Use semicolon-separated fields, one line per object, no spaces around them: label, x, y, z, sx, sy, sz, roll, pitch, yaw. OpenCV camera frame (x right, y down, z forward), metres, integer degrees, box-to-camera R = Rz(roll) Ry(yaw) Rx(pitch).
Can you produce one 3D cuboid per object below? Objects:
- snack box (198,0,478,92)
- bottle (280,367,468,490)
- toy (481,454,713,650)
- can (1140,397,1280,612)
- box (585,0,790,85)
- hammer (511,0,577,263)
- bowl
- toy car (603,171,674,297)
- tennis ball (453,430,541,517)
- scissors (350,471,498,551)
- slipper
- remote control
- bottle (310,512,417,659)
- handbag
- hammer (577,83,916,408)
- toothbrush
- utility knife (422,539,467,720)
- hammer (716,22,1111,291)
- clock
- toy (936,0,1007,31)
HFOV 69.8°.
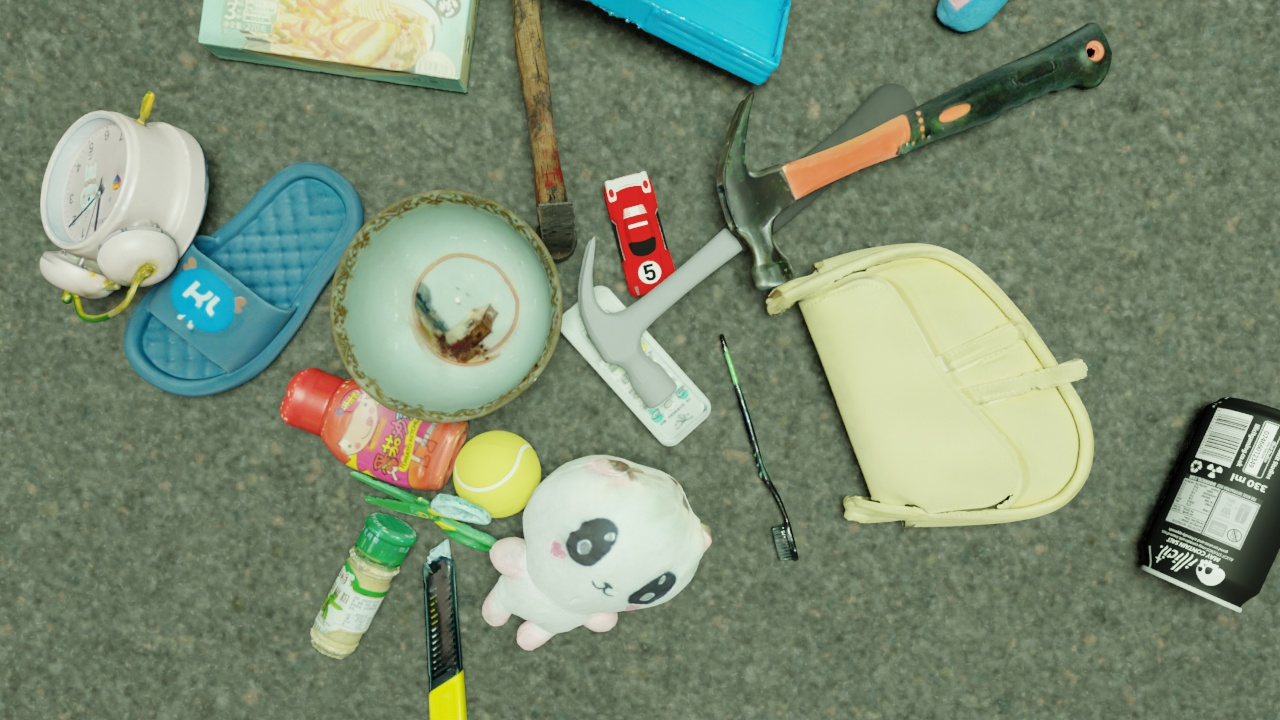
snack box;-0.218;-0.287;0.686;0.193;0.044;0.141;8;90;-1
bottle;-0.202;0.048;0.696;0.134;0.048;0.071;21;93;-1
toy;-0.041;0.145;0.679;0.180;0.101;0.139;-44;115;9
can;0.445;0.107;0.693;0.080;0.080;0.146;24;91;-2
box;0.012;-0.308;0.624;0.243;0.114;0.113;20;66;-16
hammer;-0.082;-0.244;0.667;0.033;0.120;0.330;-8;86;-8
bowl;-0.133;-0.037;0.671;0.160;0.094;0.160;0;92;-1
toy car;0.000;-0.096;0.705;0.038;0.025;0.089;-15;92;-1
tennis ball;-0.108;0.085;0.690;0.065;0.065;0.065;0;92;-1
scissors;-0.160;0.109;0.683;0.131;0.113;0.012;28;59;-9
slipper;-0.294;-0.058;0.686;0.104;0.059;0.213;45;89;-4
remote control;-0.004;0.004;0.710;0.050;0.022;0.133;-42;92;1
bottle;-0.214;0.173;0.704;0.042;0.042;0.110;28;92;-2
handbag;0.217;0.018;0.684;0.191;0.088;0.233;-22;92;3
hammer;0.084;-0.108;0.691;0.310;0.029;0.125;-40;97;-6
toothbrush;0.089;0.070;0.719;0.017;0.014;0.188;-18;92;7
utility knife;-0.153;0.226;0.717;0.029;0.020;0.174;-2;93;-2
hammer;0.210;-0.175;0.683;0.333;0.033;0.133;-24;95;-10
clock;-0.372;-0.103;0.653;0.117;0.058;0.157;-6;77;28
toy;0.227;-0.342;0.674;0.224;0.099;0.191;-38;103;8
